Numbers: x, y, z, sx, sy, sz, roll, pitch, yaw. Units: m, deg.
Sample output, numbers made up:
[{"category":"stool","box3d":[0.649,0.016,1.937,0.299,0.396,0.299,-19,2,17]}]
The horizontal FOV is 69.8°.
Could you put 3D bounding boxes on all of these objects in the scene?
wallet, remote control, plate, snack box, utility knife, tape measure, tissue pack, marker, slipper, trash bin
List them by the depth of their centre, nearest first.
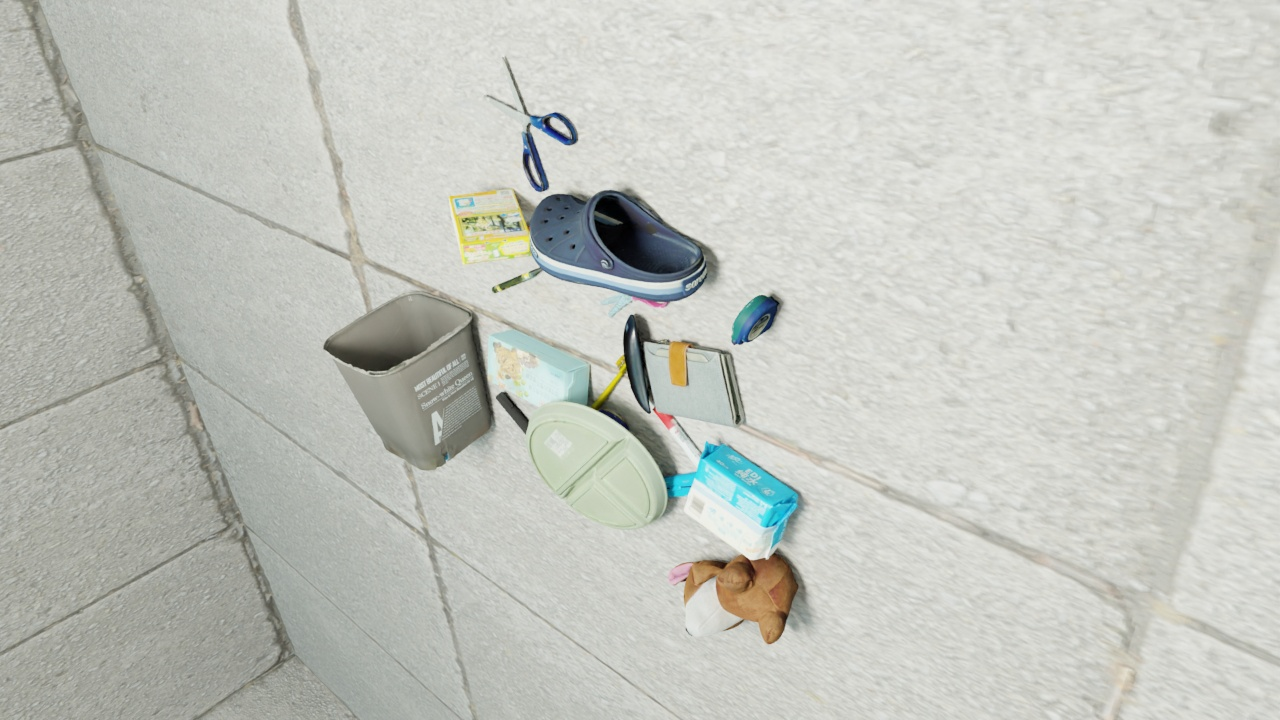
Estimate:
[{"category":"tape measure","box3d":[0.121,-0.045,0.977,0.025,0.058,0.055,41,142,21]},{"category":"slipper","box3d":[-0.038,-0.141,1.050,0.253,0.104,0.095,26,140,33]},{"category":"wallet","box3d":[0.059,0.027,1.117,0.130,0.036,0.107,9,122,45]},{"category":"tissue pack","box3d":[0.120,0.169,1.118,0.140,0.063,0.090,32,123,29]},{"category":"remote control","box3d":[-0.007,0.007,1.171,0.053,0.024,0.136,-108,7,-64]},{"category":"snack box","box3d":[-0.194,-0.173,1.175,0.140,0.087,0.034,-117,22,-52]},{"category":"marker","box3d":[0.065,0.116,1.189,0.145,0.017,0.017,53,143,7]},{"category":"utility knife","box3d":[0.037,0.175,1.263,0.186,0.018,0.034,-17,102,54]},{"category":"plate","box3d":[-0.067,0.152,1.271,0.230,0.027,0.231,22,138,21]},{"category":"snack box","box3d":[-0.150,0.017,1.326,0.175,0.051,0.074,24,118,38]},{"category":"marker","box3d":[-0.184,0.102,1.462,0.132,0.020,0.022,48,151,15]},{"category":"trash bin","box3d":[-0.359,0.037,1.486,0.199,0.198,0.220,20,135,40]}]

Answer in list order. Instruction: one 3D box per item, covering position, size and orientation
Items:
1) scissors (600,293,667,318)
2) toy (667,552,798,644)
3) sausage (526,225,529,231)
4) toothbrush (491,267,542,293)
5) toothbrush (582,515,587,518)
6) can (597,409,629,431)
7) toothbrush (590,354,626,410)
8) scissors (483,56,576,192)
[{"category":"scissors","box3d":[-0.008,-0.074,1.144,0.077,0.017,0.138,47,147,0]},{"category":"toy","box3d":[0.114,0.313,1.196,0.140,0.130,0.200,55,153,-5]},{"category":"sausage","box3d":[-0.136,-0.166,1.215,0.165,0.021,0.021,15,126,43]},{"category":"toothbrush","box3d":[-0.159,-0.115,1.287,0.186,0.012,0.017,-13,116,52]},{"category":"toothbrush","box3d":[-0.121,0.165,1.437,0.020,0.029,0.189,-21,103,12]},{"category":"can","box3d":[-0.069,0.125,1.309,0.074,0.049,0.149,40,142,0]},{"category":"toothbrush","box3d":[-0.052,0.045,1.274,0.016,0.015,0.191,54,144,14]},{"category":"scissors","box3d":[-0.138,-0.289,1.140,0.176,0.012,0.163,26,133,36]}]
